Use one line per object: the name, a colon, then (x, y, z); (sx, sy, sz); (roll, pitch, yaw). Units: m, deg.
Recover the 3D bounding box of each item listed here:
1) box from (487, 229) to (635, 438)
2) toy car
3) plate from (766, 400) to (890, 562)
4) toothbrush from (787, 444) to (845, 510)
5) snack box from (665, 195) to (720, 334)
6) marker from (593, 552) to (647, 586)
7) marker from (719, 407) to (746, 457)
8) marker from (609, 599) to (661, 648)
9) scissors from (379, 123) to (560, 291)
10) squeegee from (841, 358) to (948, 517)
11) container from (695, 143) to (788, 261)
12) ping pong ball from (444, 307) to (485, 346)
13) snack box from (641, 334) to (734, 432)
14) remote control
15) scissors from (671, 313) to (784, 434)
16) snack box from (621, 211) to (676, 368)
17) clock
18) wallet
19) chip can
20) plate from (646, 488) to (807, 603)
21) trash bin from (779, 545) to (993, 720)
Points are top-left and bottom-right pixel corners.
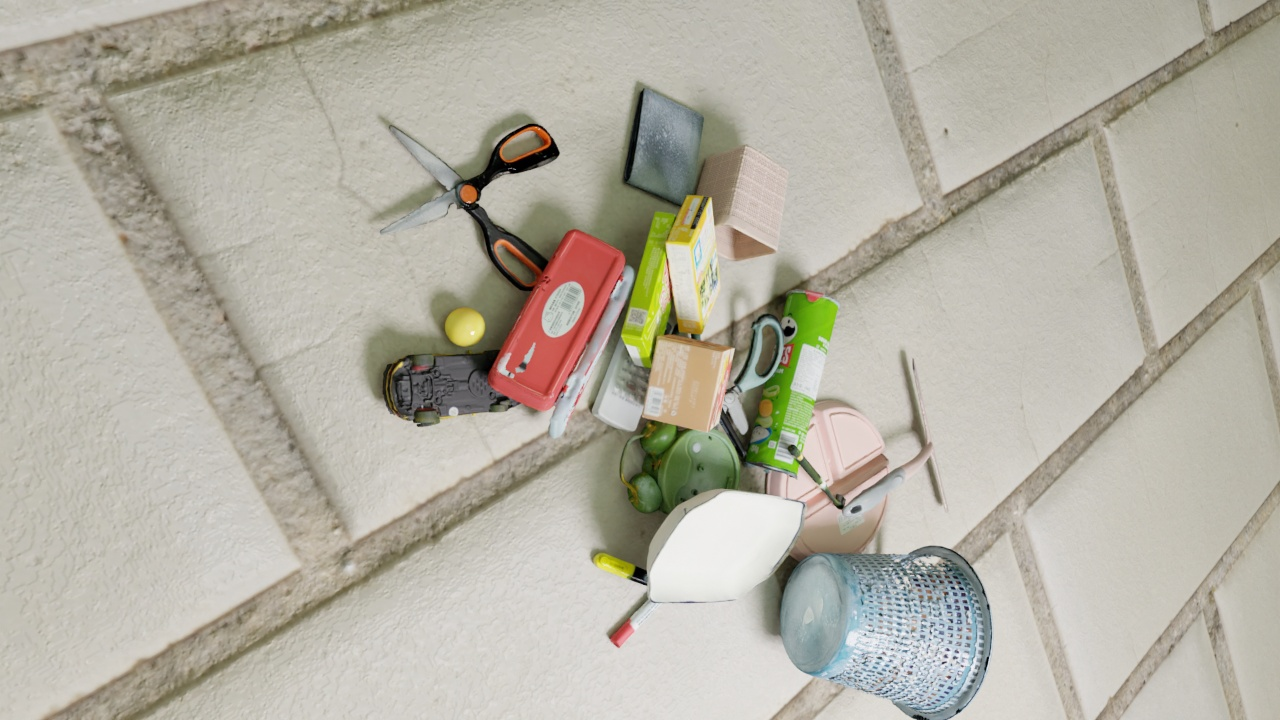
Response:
box: (-0.081, -0.028, 0.986); (0.102, 0.101, 0.201); (26, 67, -1)
toy car: (-0.184, 0.025, 0.932); (0.155, 0.041, 0.071); (-6, 93, -41)
plate: (0.264, 0.169, 1.250); (0.229, 0.028, 0.229); (0, 91, -35)
toothbrush: (0.227, 0.148, 1.166); (0.186, 0.012, 0.017); (46, 58, -46)
snack box: (0.062, -0.108, 1.054); (0.140, 0.034, 0.086); (76, 28, -45)
marker: (0.000, 0.250, 1.065); (0.124, 0.015, 0.018); (27, 71, -22)
marker: (0.094, 0.064, 1.105); (0.015, 0.018, 0.124); (-34, 99, -18)
marker: (0.019, 0.284, 1.088); (0.145, 0.017, 0.017); (-41, 112, -28)
scissors: (-0.165, -0.166, 0.958); (0.233, 0.022, 0.221); (-41, 111, -29)
squeegee: (0.360, 0.156, 1.277); (0.248, 0.040, 0.248); (-29, 108, -39)
container: (0.119, -0.191, 1.114); (0.090, 0.090, 0.110); (21, 75, -33)
ping pong ball: (-0.179, -0.034, 0.936); (0.040, 0.040, 0.040); (0, 90, -35)
snack box: (0.056, 0.024, 1.042); (0.094, 0.077, 0.093); (-13, 114, -77)
remote control: (-0.006, 0.006, 1.067); (0.058, 0.021, 0.150); (29, 75, -31)
scissors: (0.118, 0.003, 1.132); (0.180, 0.019, 0.170); (-33, 107, -12)
snack box: (0.016, -0.078, 1.029); (0.086, 0.026, 0.156); (66, 36, -65)
clock: (0.044, 0.131, 1.081); (0.161, 0.056, 0.116); (20, 78, -33)
wallet: (0.030, -0.252, 1.095); (0.097, 0.019, 0.120); (16, 80, -36)
chip can: (0.194, 0.030, 1.174); (0.072, 0.072, 0.235); (22, 78, -33)
plate: (0.098, 0.213, 1.078); (0.265, 0.034, 0.162); (15, 111, -49)
trash bin: (0.297, 0.335, 1.177); (0.195, 0.227, 0.226); (15, 81, -21)
